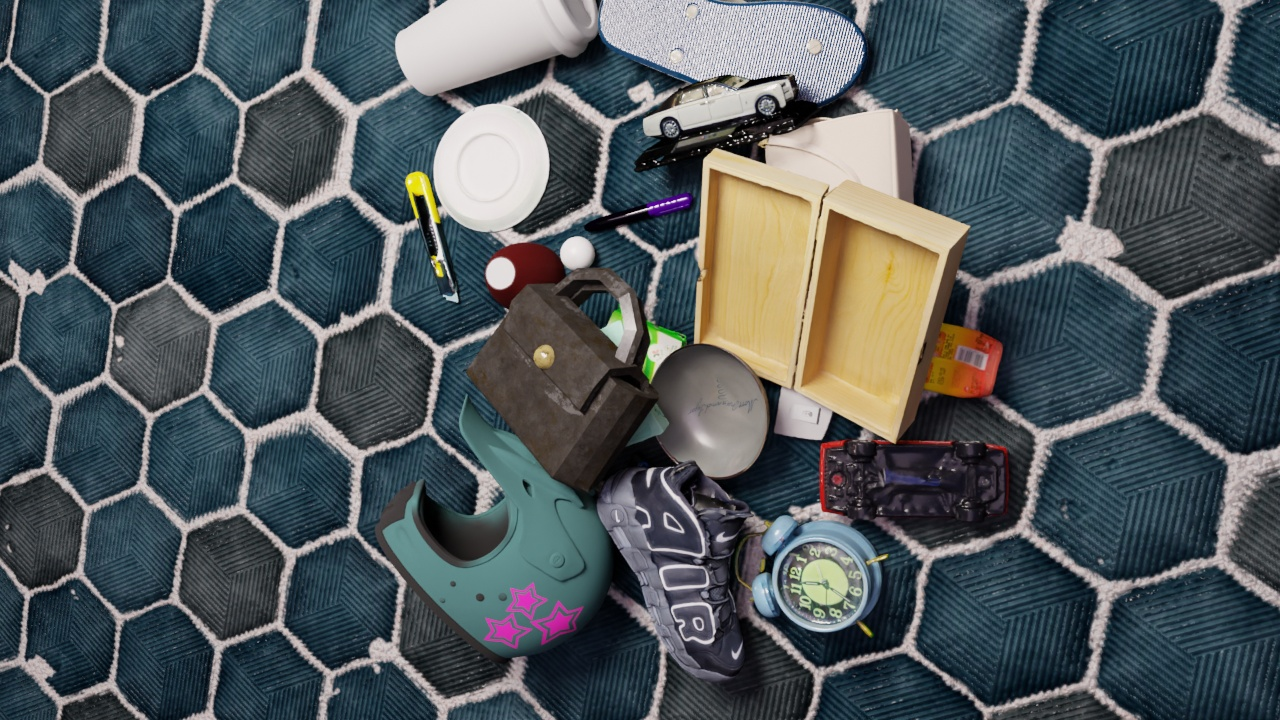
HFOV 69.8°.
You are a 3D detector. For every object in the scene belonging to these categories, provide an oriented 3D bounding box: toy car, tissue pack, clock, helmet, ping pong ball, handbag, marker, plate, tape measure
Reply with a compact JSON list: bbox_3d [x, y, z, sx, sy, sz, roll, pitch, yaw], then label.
[{"bbox_3d":[0.081,-0.260,0.966,0.192,0.093,0.071,-6,115,31],"label":"toy car"},{"bbox_3d":[-0.006,0.006,1.055,0.099,0.034,0.114,26,96,17],"label":"tissue pack"},{"bbox_3d":[0.180,0.229,0.984,0.162,0.060,0.118,8,94,21],"label":"clock"},{"bbox_3d":[-0.145,0.184,1.009,0.200,0.176,0.275,-43,102,1],"label":"helmet"},{"bbox_3d":[-0.073,-0.124,1.070,0.040,0.040,0.040,0,90,17],"label":"ping pong ball"},{"bbox_3d":[0.182,-0.155,0.971,0.198,0.101,0.194,-3,90,29],"label":"handbag"},{"bbox_3d":[-0.003,-0.169,1.060,0.134,0.015,0.018,-13,61,17],"label":"marker"},{"bbox_3d":[-0.185,-0.235,1.118,0.157,0.014,0.157,0,91,18],"label":"plate"},{"bbox_3d":[-0.069,-0.001,0.962,0.197,0.102,0.200,44,108,34],"label":"handbag"},{"bbox_3d":[0.283,0.123,0.952,0.189,0.056,0.081,0,91,11],"label":"toy car"},{"bbox_3d":[0.179,0.055,1.002,0.062,0.020,0.060,10,93,17],"label":"tape measure"}]

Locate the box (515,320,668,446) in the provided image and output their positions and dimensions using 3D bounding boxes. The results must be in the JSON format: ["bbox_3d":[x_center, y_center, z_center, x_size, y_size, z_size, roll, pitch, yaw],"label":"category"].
[{"bbox_3d":[-0.071,0.049,1.043,0.187,0.052,0.139,-26,93,31],"label":"box"}]

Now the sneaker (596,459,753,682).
[{"bbox_3d":[0.072,0.209,0.970,0.151,0.097,0.252,-33,84,38],"label":"sneaker"}]

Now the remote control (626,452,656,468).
[{"bbox_3d":[0.040,0.161,1.046,0.140,0.021,0.046,35,118,16],"label":"remote control"}]

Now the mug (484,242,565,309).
[{"bbox_3d":[-0.134,-0.089,1.064,0.114,0.088,0.087,43,102,13],"label":"mug"}]

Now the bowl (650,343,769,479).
[{"bbox_3d":[0.084,0.050,1.004,0.151,0.056,0.151,10,109,31],"label":"bowl"}]

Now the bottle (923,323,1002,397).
[{"bbox_3d":[0.299,-0.005,0.949,0.134,0.048,0.071,14,94,17],"label":"bottle"}]

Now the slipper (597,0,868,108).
[{"bbox_3d":[0.097,-0.344,1.005,0.295,0.060,0.118,17,98,7],"label":"slipper"}]

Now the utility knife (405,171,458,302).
[{"bbox_3d":[-0.257,-0.151,1.140,0.029,0.020,0.172,-19,86,18],"label":"utility knife"}]

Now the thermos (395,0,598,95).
[{"bbox_3d":[-0.170,-0.385,1.063,0.222,0.131,0.131,-15,86,25],"label":"thermos"}]

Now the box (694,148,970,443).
[{"bbox_3d":[0.169,-0.062,0.904,0.253,0.067,0.247,22,138,21],"label":"box"}]
